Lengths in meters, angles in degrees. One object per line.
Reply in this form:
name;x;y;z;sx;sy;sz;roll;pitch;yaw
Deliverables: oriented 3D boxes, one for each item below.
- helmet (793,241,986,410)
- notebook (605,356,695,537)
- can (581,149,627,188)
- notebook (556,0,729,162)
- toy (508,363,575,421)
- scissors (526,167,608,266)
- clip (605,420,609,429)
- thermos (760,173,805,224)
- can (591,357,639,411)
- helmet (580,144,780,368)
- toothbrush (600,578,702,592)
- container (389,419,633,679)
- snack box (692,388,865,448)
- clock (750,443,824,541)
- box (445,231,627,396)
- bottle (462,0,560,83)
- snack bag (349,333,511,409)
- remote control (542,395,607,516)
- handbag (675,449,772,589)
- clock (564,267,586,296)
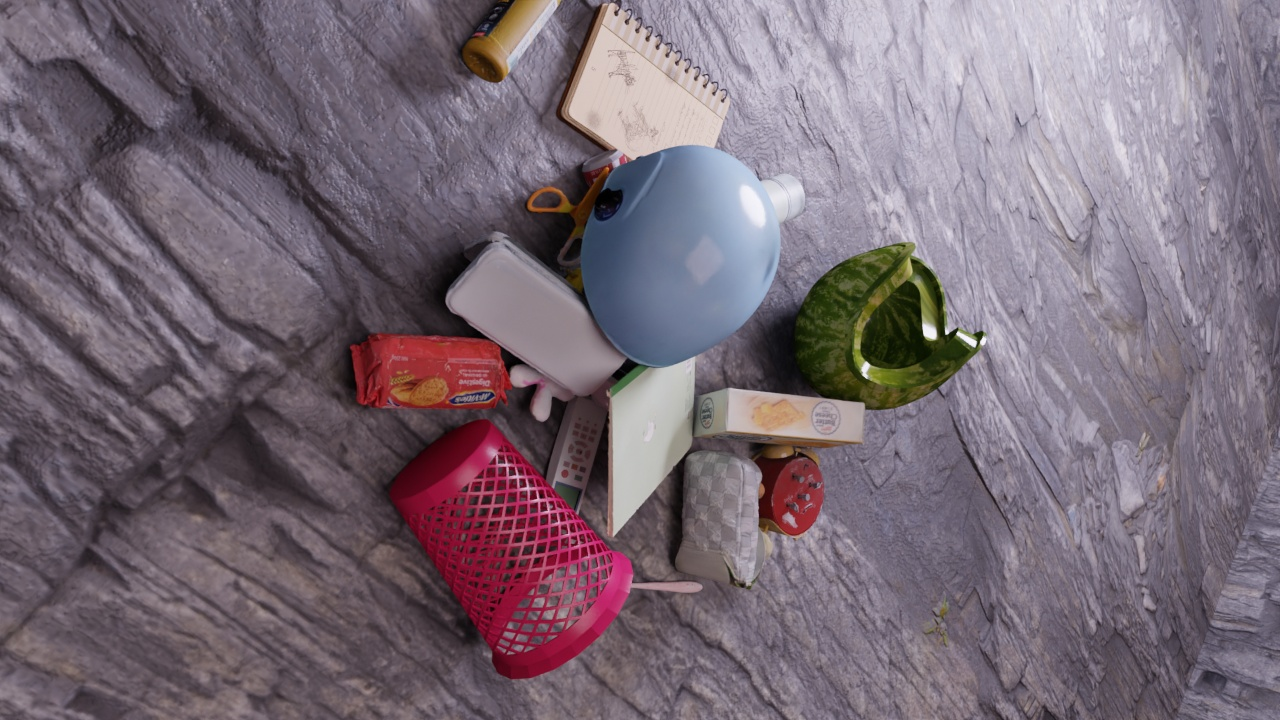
helmet;0.332;-0.043;1.290;0.243;0.247;0.213;-41;97;8
notebook;0.018;0.073;1.094;0.251;0.010;0.182;-39;135;-59
can;-0.029;-0.199;1.100;0.053;0.054;0.096;-38;116;-31
notebook;0.013;-0.320;1.144;0.225;0.024;0.167;28;78;-37
toy;-0.098;0.014;1.071;0.125;0.037;0.076;-39;110;-40
scissors;-0.070;-0.164;1.068;0.125;0.011;0.129;0;110;-13
clip;-0.006;0.114;1.168;0.054;0.038;0.102;-21;109;-11
thermos;0.122;-0.190;1.216;0.229;0.068;0.068;-25;109;-36
can;-0.007;0.007;1.119;0.127;0.064;0.064;-47;121;-41
helmet;0.053;-0.123;1.010;0.225;0.167;0.264;42;58;-27
toothbrush;0.018;0.297;1.203;0.181;0.018;0.015;13;86;-40
container;-0.145;0.188;0.971;0.182;0.184;0.226;-44;111;-28
snack box;0.183;0.079;1.223;0.207;0.104;0.057;6;79;-21
clock;0.212;0.174;1.308;0.117;0.081;0.158;18;82;-39
box;-0.105;-0.066;1.013;0.108;0.109;0.216;-40;123;19
bottle;-0.125;-0.389;1.006;0.053;0.053;0.185;43;67;-33
snack bag;-0.212;0.010;0.954;0.176;0.082;0.082;2;92;-40
remote control;-0.081;0.111;1.101;0.049;0.024;0.143;24;77;-38
handbag;0.116;0.204;1.218;0.123;0.113;0.171;0;93;-49
clock;-0.041;-0.072;1.098;0.118;0.057;0.083;9;87;-39
